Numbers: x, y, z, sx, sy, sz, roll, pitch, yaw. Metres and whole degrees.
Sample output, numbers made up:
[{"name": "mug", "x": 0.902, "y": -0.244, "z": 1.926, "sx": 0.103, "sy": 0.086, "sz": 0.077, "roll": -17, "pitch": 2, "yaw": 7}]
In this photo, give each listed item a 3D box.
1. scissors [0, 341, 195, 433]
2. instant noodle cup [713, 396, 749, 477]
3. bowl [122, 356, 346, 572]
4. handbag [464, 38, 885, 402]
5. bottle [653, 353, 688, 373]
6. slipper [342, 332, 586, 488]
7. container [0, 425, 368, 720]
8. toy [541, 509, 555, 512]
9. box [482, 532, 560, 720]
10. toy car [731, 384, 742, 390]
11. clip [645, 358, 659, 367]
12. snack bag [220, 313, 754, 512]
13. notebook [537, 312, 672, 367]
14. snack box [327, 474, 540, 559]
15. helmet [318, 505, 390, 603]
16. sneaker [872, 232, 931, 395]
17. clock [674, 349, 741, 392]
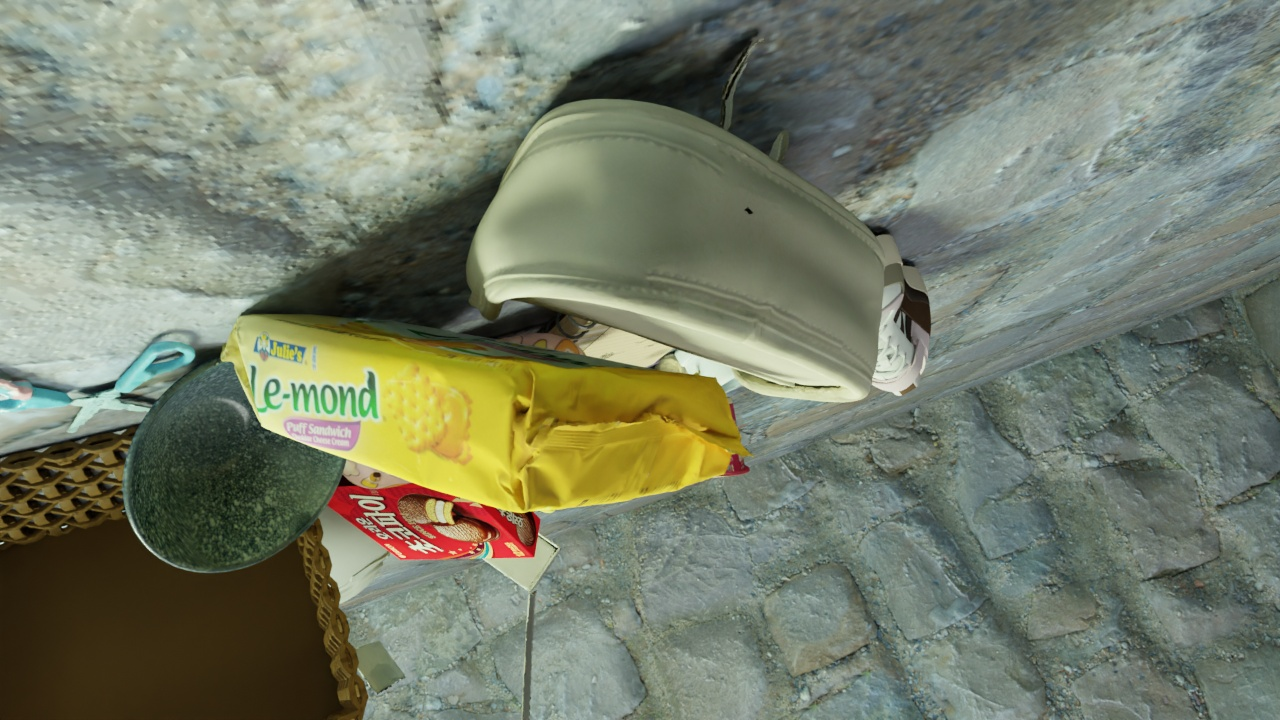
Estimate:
[{"name": "scissors", "x": -0.285, "y": 0.013, "z": 0.489, "sx": 0.130, "sy": 0.015, "sz": 0.135, "roll": -20, "pitch": 173, "yaw": 6}, {"name": "instant noodle cup", "x": 0.024, "y": 0.072, "z": 0.943, "sx": 0.178, "sy": 0.077, "sz": 0.178, "roll": 2, "pitch": 179, "yaw": 0}, {"name": "bowl", "x": -0.249, "y": 0.052, "z": 0.548, "sx": 0.057, "sy": 0.137, "sz": 0.136, "roll": 20, "pitch": -166, "yaw": 35}, {"name": "handbag", "x": 0.027, "y": -0.056, "z": 0.462, "sx": 0.229, "sy": 0.131, "sz": 0.184, "roll": 17, "pitch": 167, "yaw": -28}, {"name": "bottle", "x": 0.059, "y": 0.013, "z": 0.936, "sx": 0.044, "sy": 0.044, "sz": 0.109, "roll": -28, "pitch": 164, "yaw": 32}, {"name": "slipper", "x": -0.125, "y": 0.043, "z": 0.626, "sx": 0.197, "sy": 0.081, "sz": 0.093, "roll": -19, "pitch": 128, "yaw": 3}, {"name": "container", "x": -0.345, "y": 0.185, "z": 0.630, "sx": 0.251, "sy": 0.219, "sz": 0.215, "roll": -14, "pitch": 166, "yaw": -24}, {"name": "toy", "x": -0.142, "y": 0.106, "z": 0.870, "sx": 0.134, "sy": 0.092, "sz": 0.208, "roll": 12, "pitch": 157, "yaw": 0}, {"name": "box", "x": -0.163, "y": 0.279, "z": 1.018, "sx": 0.165, "sy": 0.330, "sz": 0.167, "roll": -4, "pitch": 167, "yaw": -5}, {"name": "toy car", "x": 0.136, "y": -0.006, "z": 0.991, "sx": 0.113, "sy": 0.039, "sz": 0.039, "roll": -24, "pitch": 146, "yaw": 13}, {"name": "clip", "x": -0.005, "y": 0.006, "z": 0.875, "sx": 0.051, "sy": 0.013, "sz": 0.032, "roll": -21, "pitch": 169, "yaw": -9}, {"name": "snack bag", "x": -0.083, "y": 0.023, "z": 0.475, "sx": 0.248, "sy": 0.068, "sz": 0.159, "roll": 10, "pitch": -178, "yaw": 35}, {"name": "notebook", "x": -0.005, "y": -0.028, "z": 0.707, "sx": 0.167, "sy": 0.024, "sz": 0.226, "roll": -12, "pitch": 165, "yaw": -35}, {"name": "snack box", "x": -0.175, "y": 0.120, "z": 0.762, "sx": 0.133, "sy": 0.035, "sz": 0.152, "roll": -5, "pitch": 146, "yaw": 17}, {"name": "helmet", "x": -0.308, "y": 0.179, "z": 0.893, "sx": 0.270, "sy": 0.117, "sz": 0.184, "roll": -18, "pitch": 167, "yaw": -17}, {"name": "sneaker", "x": 0.202, "y": -0.026, "z": 0.817, "sx": 0.112, "sy": 0.116, "sz": 0.293, "roll": -25, "pitch": 166, "yaw": 21}, {"name": "clock", "x": 0.091, "y": -0.012, "z": 0.852, "sx": 0.117, "sy": 0.057, "sz": 0.083, "roll": -27, "pitch": 168, "yaw": -4}]
